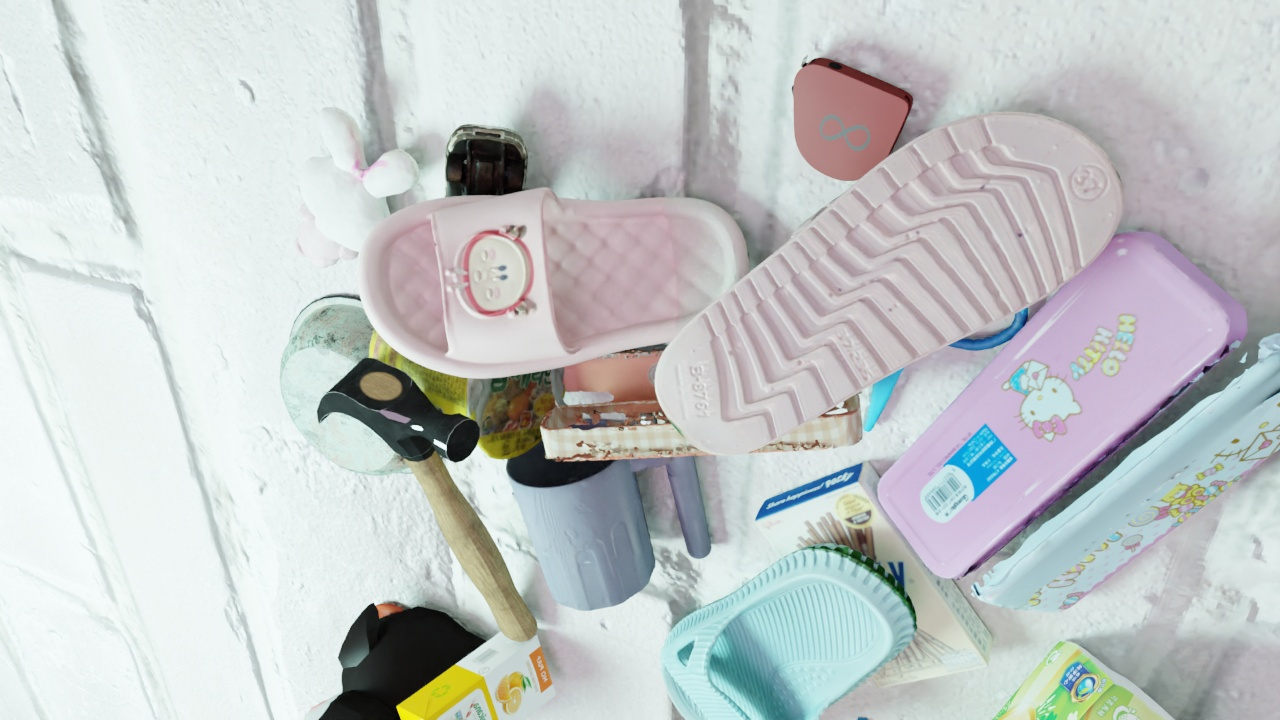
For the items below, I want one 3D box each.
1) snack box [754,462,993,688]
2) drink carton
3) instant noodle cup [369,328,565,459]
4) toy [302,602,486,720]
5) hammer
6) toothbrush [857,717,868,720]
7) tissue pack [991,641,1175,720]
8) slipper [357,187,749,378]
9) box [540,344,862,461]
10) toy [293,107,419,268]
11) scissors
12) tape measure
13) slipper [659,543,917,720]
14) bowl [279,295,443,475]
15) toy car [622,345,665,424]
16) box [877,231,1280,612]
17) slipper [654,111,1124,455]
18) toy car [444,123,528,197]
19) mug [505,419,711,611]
[{"bbox_3d":[0.149,0.140,0.587,0.082,0.026,0.150,-30,102,37],"label":"snack box"},{"bbox_3d":[-0.128,0.274,0.744,0.040,0.122,0.058,0,111,45],"label":"drink carton"},{"bbox_3d":[-0.118,0.004,0.608,0.108,0.102,0.102,15,123,29],"label":"instant noodle cup"},{"bbox_3d":[-0.209,0.303,0.764,0.140,0.183,0.159,-14,110,31],"label":"toy"},{"bbox_3d":[-0.131,0.117,0.653,0.132,0.040,0.306,22,146,29],"label":"hammer"},{"bbox_3d":[0.183,0.336,0.688,0.016,0.014,0.167,-7,113,30],"label":"toothbrush"},{"bbox_3d":[0.235,0.273,0.499,0.120,0.141,0.198,33,93,2],"label":"tissue pack"},{"bbox_3d":[-0.049,-0.046,0.517,0.221,0.055,0.106,-4,88,2],"label":"slipper"},{"bbox_3d":[0.033,0.022,0.523,0.187,0.054,0.076,-4,73,13],"label":"box"},{"bbox_3d":[-0.197,-0.108,0.614,0.076,0.037,0.126,39,130,-3],"label":"toy"},{"bbox_3d":[0.153,-0.007,0.509,0.113,0.013,0.141,20,122,17],"label":"scissors"},{"bbox_3d":[0.102,-0.121,0.466,0.059,0.019,0.052,27,129,11],"label":"tape measure"},{"bbox_3d":[0.080,0.210,0.617,0.116,0.069,0.277,42,138,8],"label":"slipper"},{"bbox_3d":[-0.218,0.029,0.703,0.158,0.038,0.158,12,122,21],"label":"bowl"},{"bbox_3d":[-0.003,0.003,0.577,0.092,0.040,0.037,44,126,-2],"label":"toy car"},{"bbox_3d":[0.233,0.049,0.474,0.140,0.062,0.215,33,127,3],"label":"box"},{"bbox_3d":[0.114,-0.038,0.463,0.240,0.064,0.094,-34,90,16],"label":"slipper"},{"bbox_3d":[-0.097,-0.097,0.568,0.048,0.040,0.113,5,136,-10],"label":"toy car"},{"bbox_3d":[-0.018,0.101,0.626,0.124,0.083,0.104,-12,115,3],"label":"mug"}]
